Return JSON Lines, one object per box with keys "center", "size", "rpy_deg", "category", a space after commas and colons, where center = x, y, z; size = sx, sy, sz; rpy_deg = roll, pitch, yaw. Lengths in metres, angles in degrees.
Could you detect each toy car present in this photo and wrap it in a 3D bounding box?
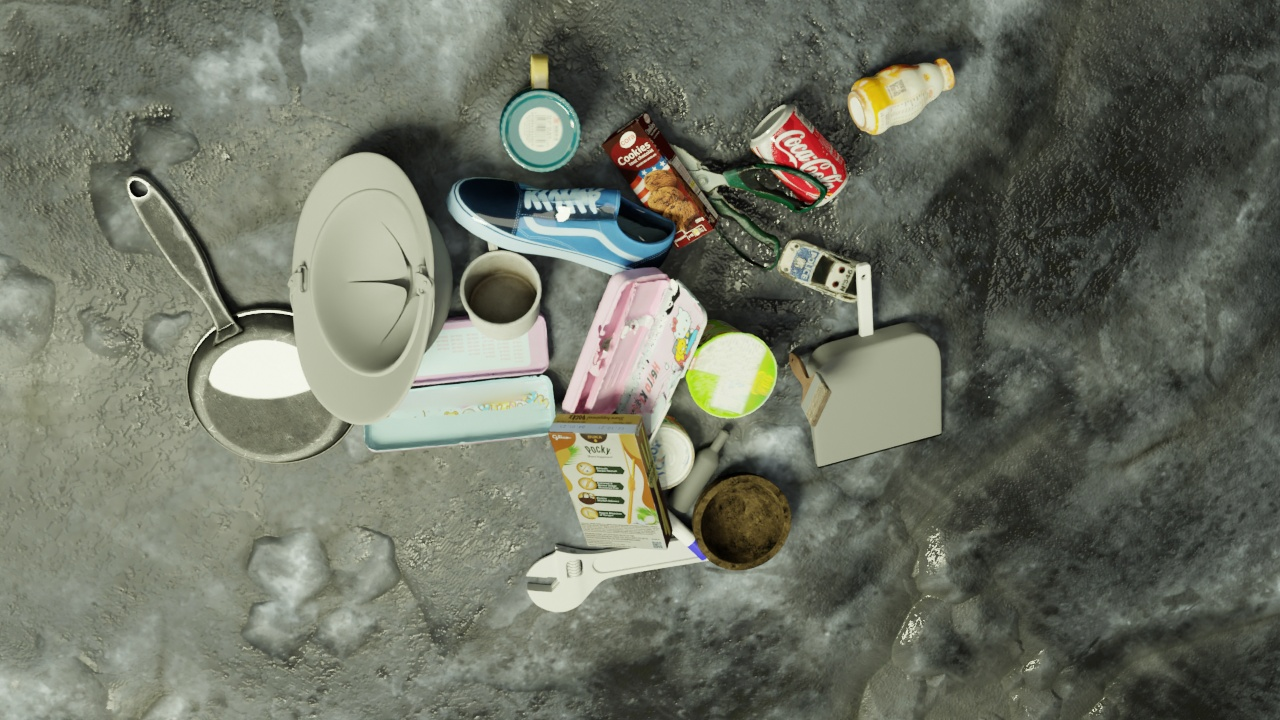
{"center": [0.213, -0.102, 1.056], "size": [0.112, 0.040, 0.048], "rpy_deg": [19, 103, -12], "category": "toy car"}

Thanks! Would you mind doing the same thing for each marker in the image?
{"center": [0.033, 0.193, 1.129], "size": [0.141, 0.020, 0.020], "rpy_deg": [44, 97, -11], "category": "marker"}

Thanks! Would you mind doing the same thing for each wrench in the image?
{"center": [-0.007, 0.259, 1.154], "size": [0.273, 0.018, 0.087], "rpy_deg": [-7, 108, -7], "category": "wrench"}

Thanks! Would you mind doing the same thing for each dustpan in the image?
{"center": [0.275, 0.003, 1.090], "size": [0.163, 0.033, 0.258], "rpy_deg": [-15, 124, -3], "category": "dustpan"}

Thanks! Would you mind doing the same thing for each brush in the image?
{"center": [0.187, 0.021, 1.037], "size": [0.008, 0.143, 0.045], "rpy_deg": [16, 113, -11], "category": "brush"}

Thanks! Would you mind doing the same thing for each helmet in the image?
{"center": [-0.259, -0.073, 0.962], "size": [0.184, 0.117, 0.271], "rpy_deg": [3, 93, 25], "category": "helmet"}

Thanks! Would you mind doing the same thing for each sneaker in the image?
{"center": [-0.074, -0.160, 0.959], "size": [0.241, 0.083, 0.099], "rpy_deg": [15, 140, -19], "category": "sneaker"}

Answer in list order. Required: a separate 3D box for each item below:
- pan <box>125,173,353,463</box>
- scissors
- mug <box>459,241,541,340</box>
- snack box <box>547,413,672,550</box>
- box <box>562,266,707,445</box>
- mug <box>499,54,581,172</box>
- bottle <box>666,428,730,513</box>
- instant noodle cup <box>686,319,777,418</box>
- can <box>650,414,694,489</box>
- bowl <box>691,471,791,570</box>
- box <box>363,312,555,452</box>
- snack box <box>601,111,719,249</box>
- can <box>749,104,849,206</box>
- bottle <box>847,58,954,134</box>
{"center": [-0.443, -0.036, 0.989], "size": [0.187, 0.055, 0.357], "rpy_deg": [-27, 113, 1], "category": "pan"}
{"center": [0.090, -0.171, 1.020], "size": [0.210, 0.015, 0.147], "rpy_deg": [18, 133, 6], "category": "scissors"}
{"center": [-0.151, -0.082, 0.990], "size": [0.084, 0.071, 0.113], "rpy_deg": [-10, 78, -7], "category": "mug"}
{"center": [-0.031, 0.142, 1.056], "size": [0.101, 0.031, 0.186], "rpy_deg": [-1, 128, 19], "category": "snack box"}
{"center": [-0.004, 0.007, 0.996], "size": [0.086, 0.102, 0.202], "rpy_deg": [-16, 140, -44], "category": "box"}
{"center": [-0.103, -0.251, 0.931], "size": [0.083, 0.107, 0.114], "rpy_deg": [0, 107, -6], "category": "mug"}
{"center": [0.074, 0.131, 1.116], "size": [0.030, 0.030, 0.113], "rpy_deg": [29, 102, -15], "category": "bottle"}
{"center": [0.092, 0.001, 1.036], "size": [0.099, 0.108, 0.099], "rpy_deg": [-2, 108, -7], "category": "instant noodle cup"}
{"center": [0.019, 0.109, 1.095], "size": [0.086, 0.043, 0.086], "rpy_deg": [-2, 106, -8], "category": "can"}
{"center": [0.118, 0.190, 1.126], "size": [0.121, 0.056, 0.121], "rpy_deg": [-2, 102, -9], "category": "bowl"}
{"center": [-0.207, 0.024, 1.034], "size": [0.214, 0.049, 0.150], "rpy_deg": [-5, 88, -6], "category": "box"}
{"center": [0.023, -0.193, 0.994], "size": [0.051, 0.031, 0.141], "rpy_deg": [-26, 112, 33], "category": "snack box"}
{"center": [0.174, -0.222, 0.999], "size": [0.105, 0.064, 0.064], "rpy_deg": [42, 98, -18], "category": "can"}
{"center": [0.283, -0.290, 0.995], "size": [0.109, 0.063, 0.063], "rpy_deg": [-24, 109, -2], "category": "bottle"}
